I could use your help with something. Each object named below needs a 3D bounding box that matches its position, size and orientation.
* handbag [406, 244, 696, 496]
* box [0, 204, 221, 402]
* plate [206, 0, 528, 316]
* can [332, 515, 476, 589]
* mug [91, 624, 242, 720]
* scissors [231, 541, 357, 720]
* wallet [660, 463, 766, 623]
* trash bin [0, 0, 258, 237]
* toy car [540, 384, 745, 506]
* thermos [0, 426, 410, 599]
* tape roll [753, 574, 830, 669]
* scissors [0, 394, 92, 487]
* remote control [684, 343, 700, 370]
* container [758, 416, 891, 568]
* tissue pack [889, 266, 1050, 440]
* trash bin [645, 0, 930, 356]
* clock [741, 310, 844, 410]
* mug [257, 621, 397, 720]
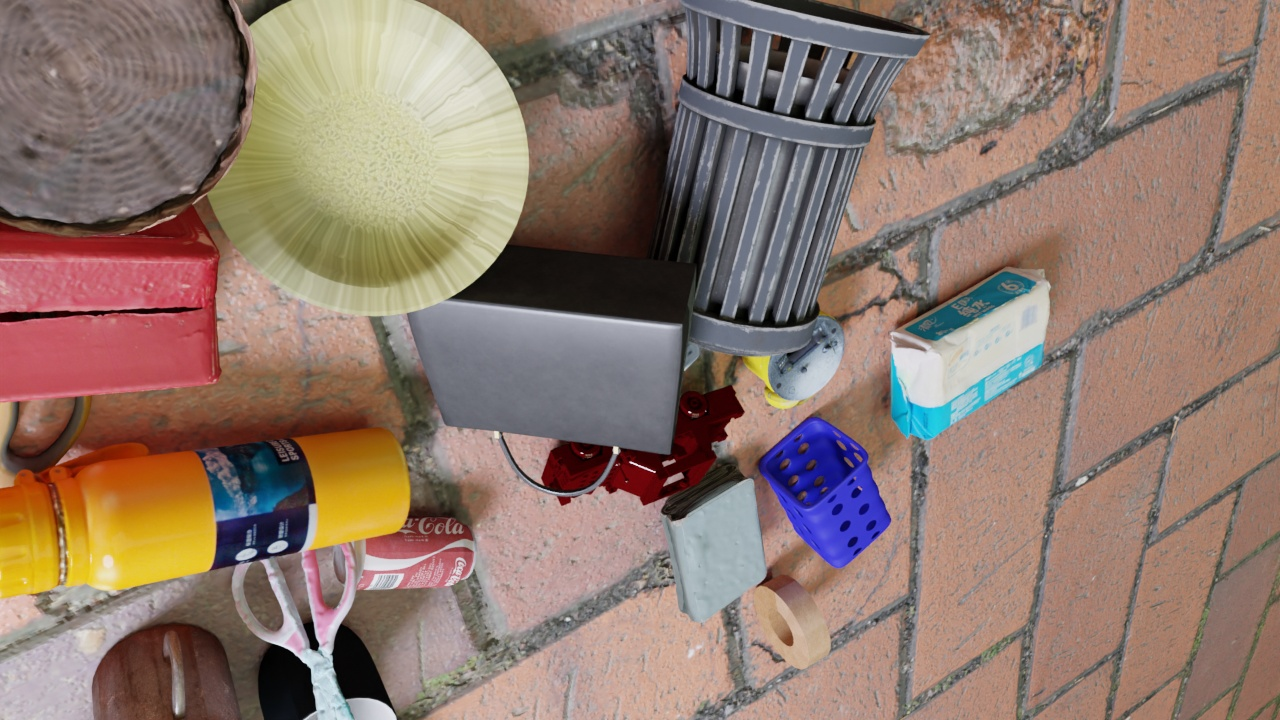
[{"bbox_3d":[-0.057,0.025,0.645,0.176,0.072,0.196,7,128,7],"label":"handbag"},{"bbox_3d":[-0.304,-0.024,0.460,0.157,0.137,0.127,-2,117,-36],"label":"box"},{"bbox_3d":[-0.162,-0.121,0.549,0.184,0.036,0.184,-4,101,-22],"label":"plate"},{"bbox_3d":[-0.177,0.145,0.693,0.096,0.054,0.054,8,110,-36],"label":"can"},{"bbox_3d":[-0.316,0.231,0.616,0.096,0.110,0.123,-1,115,-39],"label":"mug"},{"bbox_3d":[-0.234,0.206,0.631,0.101,0.178,0.016,-15,167,5],"label":"scissors"},{"bbox_3d":[0.068,0.172,0.872,0.100,0.054,0.132,-27,126,-30],"label":"wallet"},{"bbox_3d":[-0.250,-0.137,0.385,0.151,0.210,0.151,-15,122,-25],"label":"trash bin"},{"bbox_3d":[0.008,0.078,0.758,0.169,0.062,0.070,-19,156,-24],"label":"toy car"},{"bbox_3d":[-0.271,0.091,0.576,0.232,0.091,0.076,-6,104,-40],"label":"thermos"},{"bbox_3d":[0.157,0.272,0.958,0.027,0.094,0.094,-23,126,-22],"label":"tape roll"},{"bbox_3d":[-0.404,0.086,0.535,0.113,0.016,0.229,17,105,-38],"label":"scissors"},{"bbox_3d":[-0.004,0.004,0.745,0.114,0.028,0.060,-35,129,-13],"label":"remote control"},{"bbox_3d":[0.184,0.131,0.903,0.084,0.085,0.114,-39,131,-8],"label":"container"},{"bbox_3d":[0.342,-0.012,0.940,0.209,0.066,0.117,-27,126,-20],"label":"tissue pack"},{"bbox_3d":[0.083,-0.131,0.645,0.164,0.164,0.228,-5,121,-31],"label":"trash bin"},{"bbox_3d":[0.138,-0.003,0.815,0.083,0.057,0.119,-40,130,-9],"label":"clock"},{"bbox_3d":[-0.235,0.268,0.697,0.085,0.094,0.122,-23,126,-21],"label":"mug"}]
